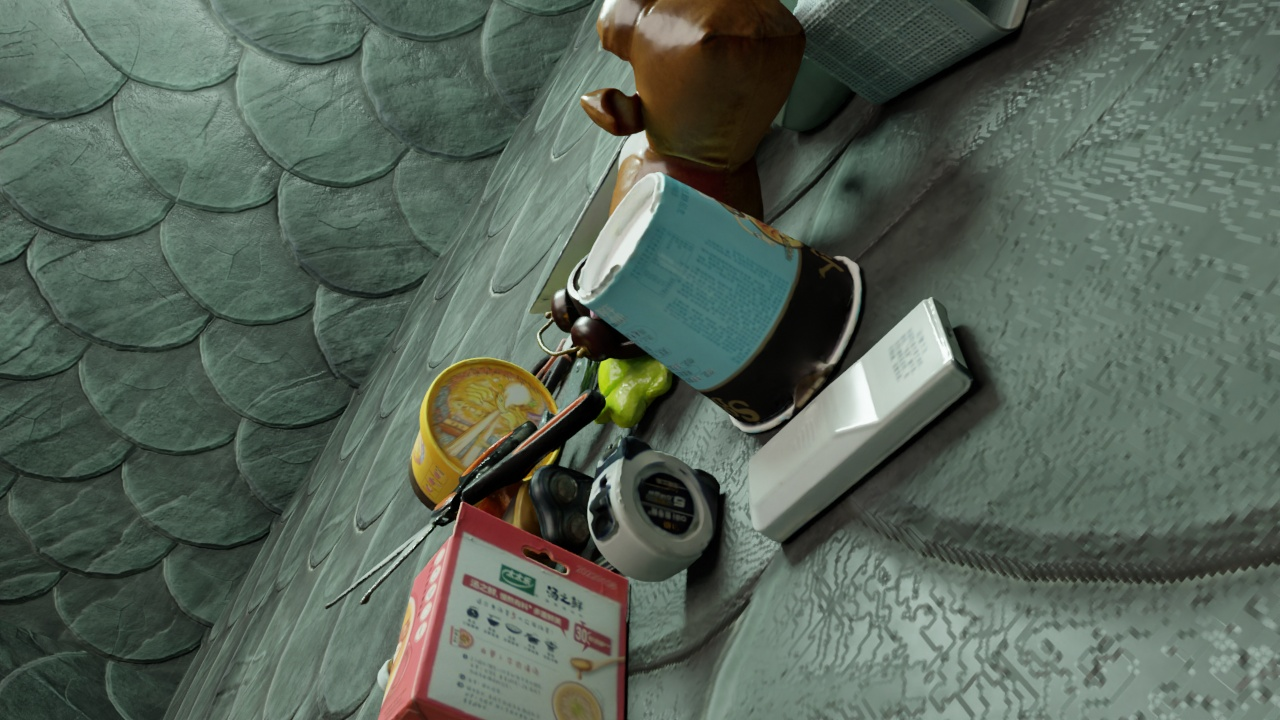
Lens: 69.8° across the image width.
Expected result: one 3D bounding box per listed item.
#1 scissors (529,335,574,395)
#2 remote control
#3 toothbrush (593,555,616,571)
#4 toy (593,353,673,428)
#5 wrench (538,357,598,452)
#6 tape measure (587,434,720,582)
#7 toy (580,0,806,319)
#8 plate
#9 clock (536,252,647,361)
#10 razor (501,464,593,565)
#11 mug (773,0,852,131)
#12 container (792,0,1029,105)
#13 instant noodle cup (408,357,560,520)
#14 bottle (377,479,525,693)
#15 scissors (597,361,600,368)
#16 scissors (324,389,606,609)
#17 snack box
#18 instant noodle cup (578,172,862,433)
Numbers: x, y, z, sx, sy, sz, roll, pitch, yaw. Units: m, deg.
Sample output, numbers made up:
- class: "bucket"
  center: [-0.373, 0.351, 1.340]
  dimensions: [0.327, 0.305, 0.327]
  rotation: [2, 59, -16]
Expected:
- class: "scissors"
  center: [-0.073, -0.014, 0.891]
  dimensions: [0.199, 0.015, 0.204]
  rotation: [-24, 39, 60]
- class: "remote control"
  center: [0.091, 0.029, 0.404]
  dimensions: [0.125, 0.024, 0.049]
  rotation: [-47, 23, 30]
- class: "toothbrush"
  center: [-0.054, 0.151, 0.603]
  dimensions: [0.182, 0.018, 0.015]
  rotation: [-39, 25, 43]
- class: "toy"
  center: [-0.004, 0.004, 0.663]
  dimensions: [0.097, 0.031, 0.100]
  rotation: [-46, 27, 6]
- class: "wrench"
  center: [-0.020, -0.054, 0.732]
  dimensions: [0.056, 0.016, 0.273]
  rotation: [8, 73, 65]
- class: "tape measure"
  center: [0.006, 0.080, 0.477]
  dimensions: [0.034, 0.065, 0.065]
  rotation: [-48, 19, 42]
- class: "toy"
  center: [0.025, -0.124, 0.551]
  dimensions: [0.130, 0.140, 0.200]
  rotation: [43, 138, 53]
- class: "plate"
  center: [-0.016, -0.146, 0.761]
  dimensions: [0.266, 0.034, 0.161]
  rotation: [-58, 9, 23]
- class: "clock"
  center: [-0.017, -0.039, 0.644]
  dimensions: [0.122, 0.055, 0.082]
  rotation: [-34, 36, -6]
- class: "razor"
  center: [-0.090, 0.139, 0.627]
  dimensions: [0.168, 0.062, 0.067]
  rotation: [-47, 40, 22]
- class: "mug"
  center: [0.087, -0.213, 0.642]
  dimensions: [0.112, 0.106, 0.082]
  rotation: [-18, 46, 62]
- class: "container"
  center: [0.150, -0.212, 0.518]
  dimensions: [0.090, 0.090, 0.112]
  rotation: [-66, 16, -18]
- class: "instant noodle cup"
  center: [-0.141, 0.076, 0.792]
  dimensions: [0.115, 0.118, 0.118]
  rotation: [-50, 20, 50]
- class: "bottle"
  center: [-0.139, 0.181, 0.706]
  dimensions: [0.206, 0.059, 0.059]
  rotation: [-54, 20, 17]
- class: "scissors"
  center: [-0.029, -0.016, 0.774]
  dimensions: [0.133, 0.017, 0.135]
  rotation: [-71, 15, -11]
- class: "scissors"
  center: [-0.113, 0.091, 0.632]
  dimensions: [0.221, 0.021, 0.227]
  rotation: [-36, 7, 4]
- class: "snack box"
  center: [-0.065, 0.152, 0.477]
  dimensions: [0.044, 0.113, 0.126]
  rotation: [-51, 20, 28]
- class: "instant noodle cup"
  center: [0.036, -0.037, 0.488]
  dimensions: [0.111, 0.120, 0.111]
  rotation: [-50, 21, 27]
